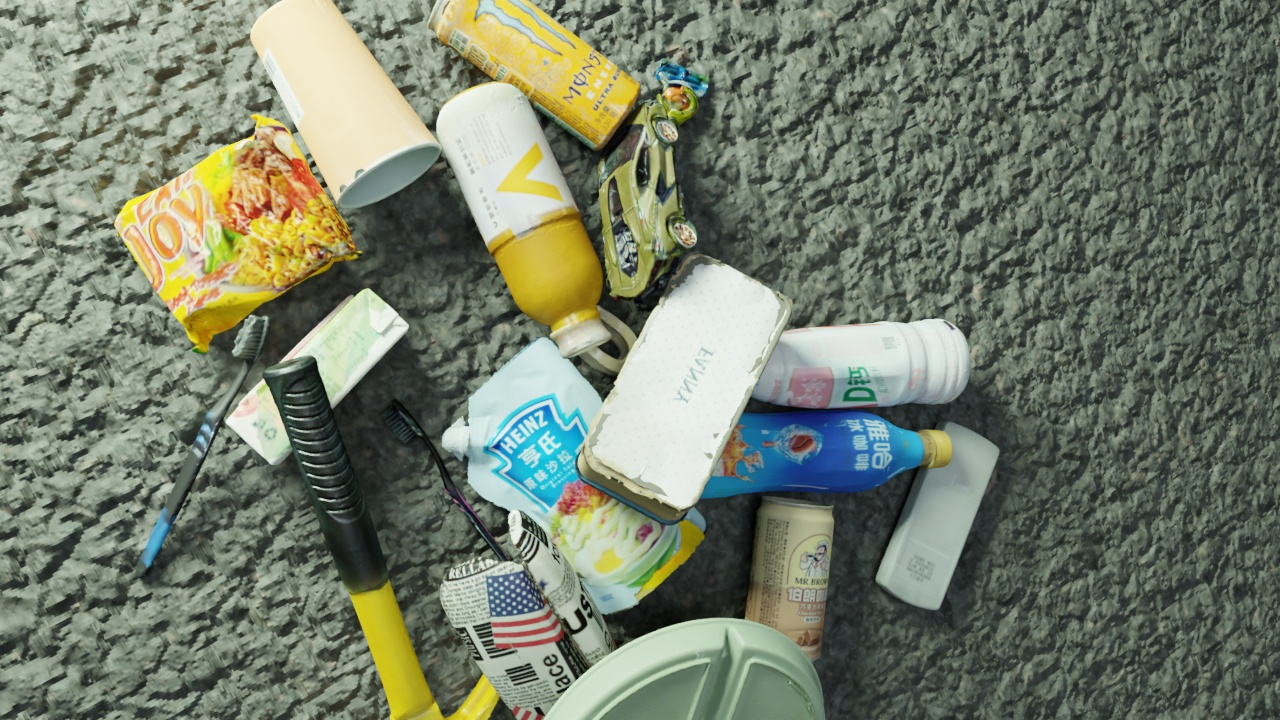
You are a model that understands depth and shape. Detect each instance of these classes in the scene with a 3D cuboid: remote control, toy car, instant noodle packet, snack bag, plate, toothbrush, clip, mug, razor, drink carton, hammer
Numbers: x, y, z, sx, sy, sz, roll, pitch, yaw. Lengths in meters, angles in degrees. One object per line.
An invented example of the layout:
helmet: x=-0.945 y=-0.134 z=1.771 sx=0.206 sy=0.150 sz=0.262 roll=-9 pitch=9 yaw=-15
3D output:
remote control: x=0.242 y=0.126 z=0.748 sx=0.058 sy=0.021 sz=0.150 roll=28 pitch=81 yaw=-14
toy car: x=-0.002 y=-0.112 z=0.637 sx=0.042 sy=0.070 sz=0.158 roll=14 pitch=56 yaw=-32
instant noodle packet: x=-0.260 y=-0.081 z=0.582 sx=0.128 sy=0.044 sz=0.111 roll=-30 pitch=94 yaw=5
snack bag: x=-0.047 y=0.086 z=0.652 sx=0.110 sy=0.038 sz=0.191 roll=-39 pitch=101 yaw=9
plate: x=0.031 y=0.282 z=0.636 sx=0.230 sy=0.027 sz=0.230 roll=-7 pitch=112 yaw=-18
toothbrush: x=-0.123 y=0.108 z=0.646 sx=0.017 sy=0.014 sz=0.189 roll=-34 pitch=98 yaw=-5
clip: x=-0.006 y=0.004 z=0.670 sx=0.100 sy=0.072 sz=0.034 roll=38 pitch=77 yaw=-7
mug: x=-0.197 y=-0.171 z=0.603 sx=0.078 sy=0.078 sz=0.123 roll=-33 pitch=93 yaw=-15
razor: x=0.015 y=-0.157 z=0.689 sx=0.042 sy=0.022 sz=0.142 roll=19 pitch=84 yaw=-13
drink carton: x=-0.210 y=0.008 z=0.602 sx=0.045 sy=0.053 sz=0.122 roll=44 pitch=77 yaw=-10
toothbrush: x=-0.281 y=0.055 z=0.583 sx=0.014 sy=0.016 sz=0.189 roll=29 pitch=93 yaw=24
hammer: x=-0.174 y=0.141 z=0.589 sx=0.128 sy=0.033 sz=0.301 roll=-21 pitch=108 yaw=-22

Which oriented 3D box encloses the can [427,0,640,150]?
can: x=-0.073 y=-0.212 z=0.645 sx=0.146 sy=0.058 sz=0.058 roll=34 pitch=80 yaw=-13

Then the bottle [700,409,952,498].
bottle: x=0.134 y=0.070 z=0.696 sx=0.218 sy=0.065 sz=0.065 roll=1 pitch=88 yaw=-17

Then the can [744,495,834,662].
can: x=0.111 y=0.163 z=0.689 sx=0.058 sy=0.058 sz=0.116 roll=8 pitch=87 yaw=-16

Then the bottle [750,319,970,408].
bottle: x=0.150 y=0.004 z=0.700 sx=0.196 sy=0.068 sz=0.068 roll=-2 pitch=89 yaw=-15

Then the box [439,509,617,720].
box: x=-0.070 y=0.185 z=0.619 sx=0.086 sy=0.075 sz=0.162 roll=-28 pitch=113 yaw=-7

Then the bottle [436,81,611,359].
bottle: x=-0.075 y=-0.093 z=0.627 sx=0.068 sy=0.068 sz=0.189 roll=-24 pitch=89 yaw=-16

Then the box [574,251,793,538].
box: x=0.027 y=0.023 z=0.613 sx=0.090 sy=0.062 sz=0.184 roll=30 pitch=74 yaw=3
